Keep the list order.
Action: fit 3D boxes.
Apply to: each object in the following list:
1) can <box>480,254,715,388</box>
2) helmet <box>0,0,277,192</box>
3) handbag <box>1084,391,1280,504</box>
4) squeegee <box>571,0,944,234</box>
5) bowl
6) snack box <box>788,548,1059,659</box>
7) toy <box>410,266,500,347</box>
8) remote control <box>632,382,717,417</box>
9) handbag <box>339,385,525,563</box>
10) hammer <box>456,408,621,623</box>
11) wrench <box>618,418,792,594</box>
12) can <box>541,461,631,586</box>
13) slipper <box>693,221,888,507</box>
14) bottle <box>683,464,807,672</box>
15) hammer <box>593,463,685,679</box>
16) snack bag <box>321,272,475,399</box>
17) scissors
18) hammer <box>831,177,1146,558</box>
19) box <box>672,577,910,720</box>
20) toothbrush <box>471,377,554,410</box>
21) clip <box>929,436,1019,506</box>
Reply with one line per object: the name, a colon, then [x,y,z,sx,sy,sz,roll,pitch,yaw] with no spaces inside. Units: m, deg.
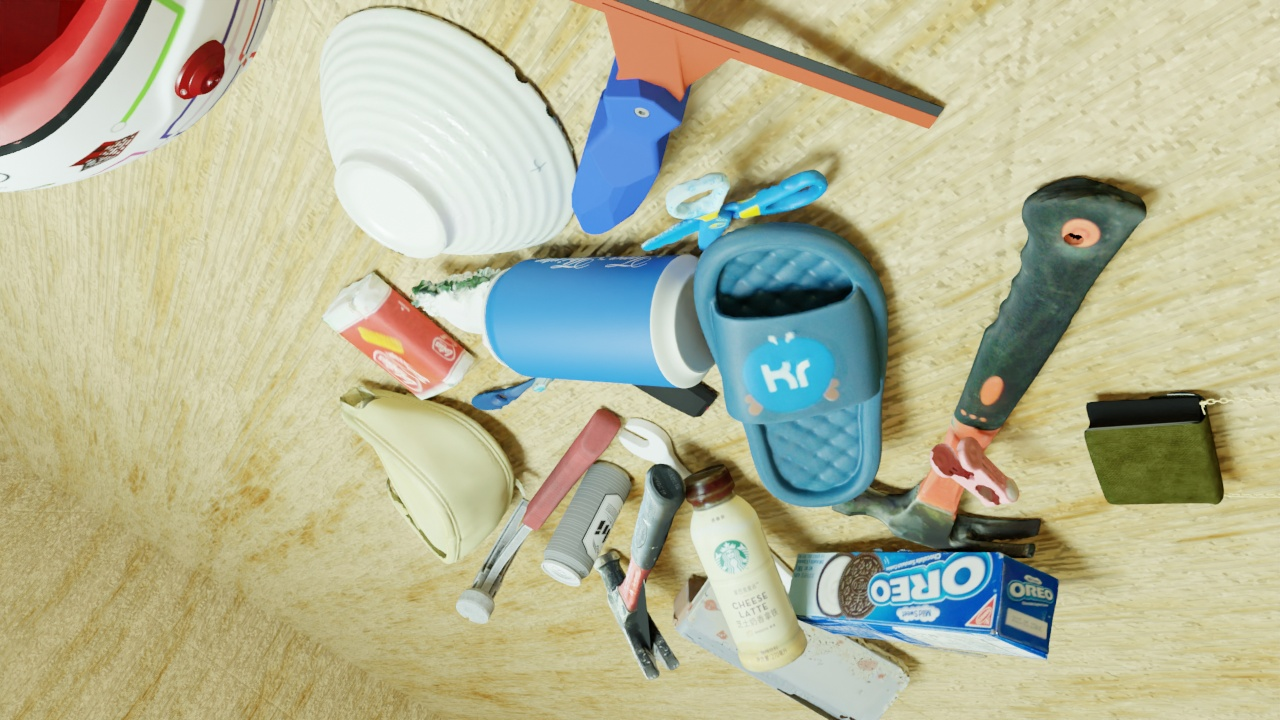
can: [-0.024,-0.026,0.578,0.146,0.078,0.079,3,141,35]
helmet: [-0.245,-0.221,0.327,0.230,0.235,0.315,1,131,-16]
handbag: [0.328,0.043,0.465,0.178,0.027,0.084,-7,135,36]
squeegee: [-0.009,-0.109,0.468,0.249,0.055,0.185,17,162,-8]
bowl: [-0.131,-0.111,0.547,0.177,0.070,0.178,20,148,13]
snack box: [0.198,0.179,0.688,0.059,0.059,0.227,26,160,-20]
toy: [-0.104,-0.031,0.672,0.096,0.041,0.109,0,145,39]
remote control: [-0.004,0.004,0.670,0.125,0.010,0.039,30,148,-1]
handbag: [-0.208,0.116,0.930,0.191,0.088,0.233,36,153,23]
hammer: [-0.090,0.134,0.857,0.036,0.125,0.317,31,137,-5]
wrench: [0.075,0.138,0.803,0.047,0.009,0.273,-13,130,47]
can: [-0.047,0.143,0.811,0.044,0.106,0.044,20,148,13]
slipper: [0.096,0.013,0.530,0.104,0.059,0.214,-12,126,12]
bottle: [0.080,0.165,0.736,0.057,0.056,0.162,-17,96,50]
hammer: [0.007,0.186,0.831,0.140,0.036,0.327,61,160,26]
snack bag: [-0.203,-0.018,0.768,0.116,0.036,0.077,43,145,-22]
scissors: [0.032,-0.074,0.480,0.104,0.019,0.132,1,168,-39]
hammer: [0.199,0.025,0.528,0.133,0.033,0.334,20,147,16]
box: [0.145,0.273,0.908,0.216,0.096,0.105,30,-173,-4]
toothbrush: [-0.112,0.028,0.784,0.021,0.016,0.133,45,144,-21]
clip: [0.201,0.065,0.536,0.058,0.022,0.037,37,144,-20]
